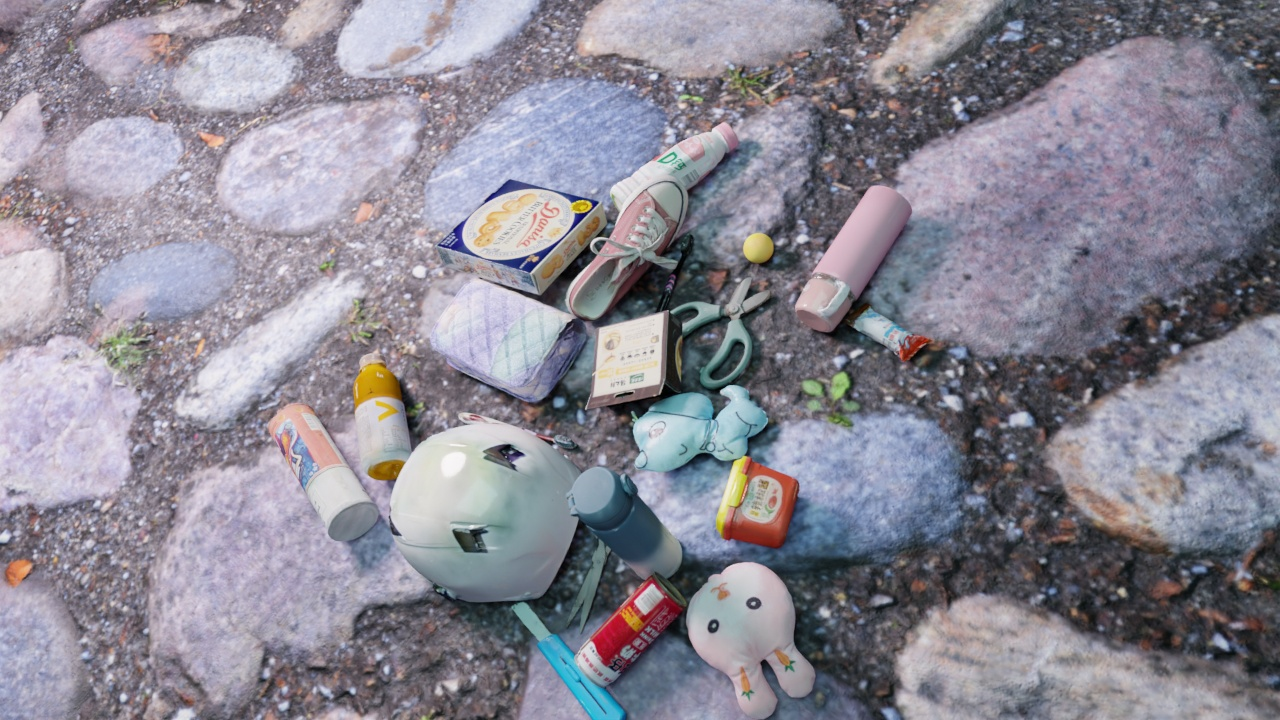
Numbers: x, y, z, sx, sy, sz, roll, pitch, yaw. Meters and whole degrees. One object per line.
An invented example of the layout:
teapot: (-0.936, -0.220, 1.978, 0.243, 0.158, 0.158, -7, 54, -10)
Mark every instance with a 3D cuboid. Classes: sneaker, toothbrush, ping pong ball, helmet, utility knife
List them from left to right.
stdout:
helmet: (-0.209, 0.173, 1.127, 0.259, 0.146, 0.228, 10, 67, 24)
toothbrush: (-0.169, 0.092, 1.233, 0.188, 0.017, 0.016, 12, 67, 24)
utility knife: (-0.087, 0.352, 1.064, 0.034, 0.018, 0.205, -45, 56, -7)
sneaker: (-0.010, -0.151, 1.249, 0.241, 0.118, 0.088, -52, 20, -5)
toothbrush: (0.037, -0.097, 1.263, 0.014, 0.018, 0.189, 14, 70, 23)
ping pong ball: (0.159, -0.151, 1.234, 0.040, 0.040, 0.040, -9, 60, 15)

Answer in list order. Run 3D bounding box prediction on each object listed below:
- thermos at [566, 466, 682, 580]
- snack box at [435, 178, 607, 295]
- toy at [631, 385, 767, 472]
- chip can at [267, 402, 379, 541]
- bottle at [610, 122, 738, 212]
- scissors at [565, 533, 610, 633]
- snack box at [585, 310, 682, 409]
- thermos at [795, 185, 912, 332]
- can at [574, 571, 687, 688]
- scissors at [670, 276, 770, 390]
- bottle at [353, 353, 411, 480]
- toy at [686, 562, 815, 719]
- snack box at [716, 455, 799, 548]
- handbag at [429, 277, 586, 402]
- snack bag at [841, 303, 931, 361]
thermos: (-0.012, 0.182, 1.009, 0.070, 0.220, 0.070, -9, 58, 15)
snack box: (-0.171, -0.184, 1.337, 0.183, 0.046, 0.177, 18, 51, 27)
toy: (0.064, 0.084, 1.137, 0.156, 0.050, 0.161, 24, 64, 30)
chip can: (-0.441, 0.150, 1.267, 0.071, 0.071, 0.214, -41, 57, -5)
bottle: (0.052, -0.274, 1.326, 0.197, 0.068, 0.068, -36, 57, -5)
scissors: (-0.054, 0.239, 1.118, 0.171, 0.014, 0.150, -37, 56, 3)
snack box: (-0.007, 0.007, 1.187, 0.113, 0.053, 0.125, -12, 60, 30)
thermos: (0.271, -0.129, 1.158, 0.067, 0.087, 0.198, 37, 75, -5)
can: (-0.011, 0.304, 1.033, 0.133, 0.053, 0.053, -46, 58, 1)
scissors: (0.108, -0.031, 1.202, 0.175, 0.019, 0.176, -26, 56, 4)
bottle: (-0.364, 0.074, 1.282, 0.068, 0.068, 0.189, -23, 57, 6)
toy: (0.121, 0.300, 0.998, 0.121, 0.054, 0.159, -32, 62, 2)
snack box: (0.136, 0.167, 1.053, 0.080, 0.082, 0.091, 16, 69, 12)
handbag: (-0.185, -0.030, 1.272, 0.194, 0.075, 0.134, 24, 73, 27)
snack bag: (0.302, -0.036, 1.130, 0.048, 0.026, 0.104, -38, 57, -17)
